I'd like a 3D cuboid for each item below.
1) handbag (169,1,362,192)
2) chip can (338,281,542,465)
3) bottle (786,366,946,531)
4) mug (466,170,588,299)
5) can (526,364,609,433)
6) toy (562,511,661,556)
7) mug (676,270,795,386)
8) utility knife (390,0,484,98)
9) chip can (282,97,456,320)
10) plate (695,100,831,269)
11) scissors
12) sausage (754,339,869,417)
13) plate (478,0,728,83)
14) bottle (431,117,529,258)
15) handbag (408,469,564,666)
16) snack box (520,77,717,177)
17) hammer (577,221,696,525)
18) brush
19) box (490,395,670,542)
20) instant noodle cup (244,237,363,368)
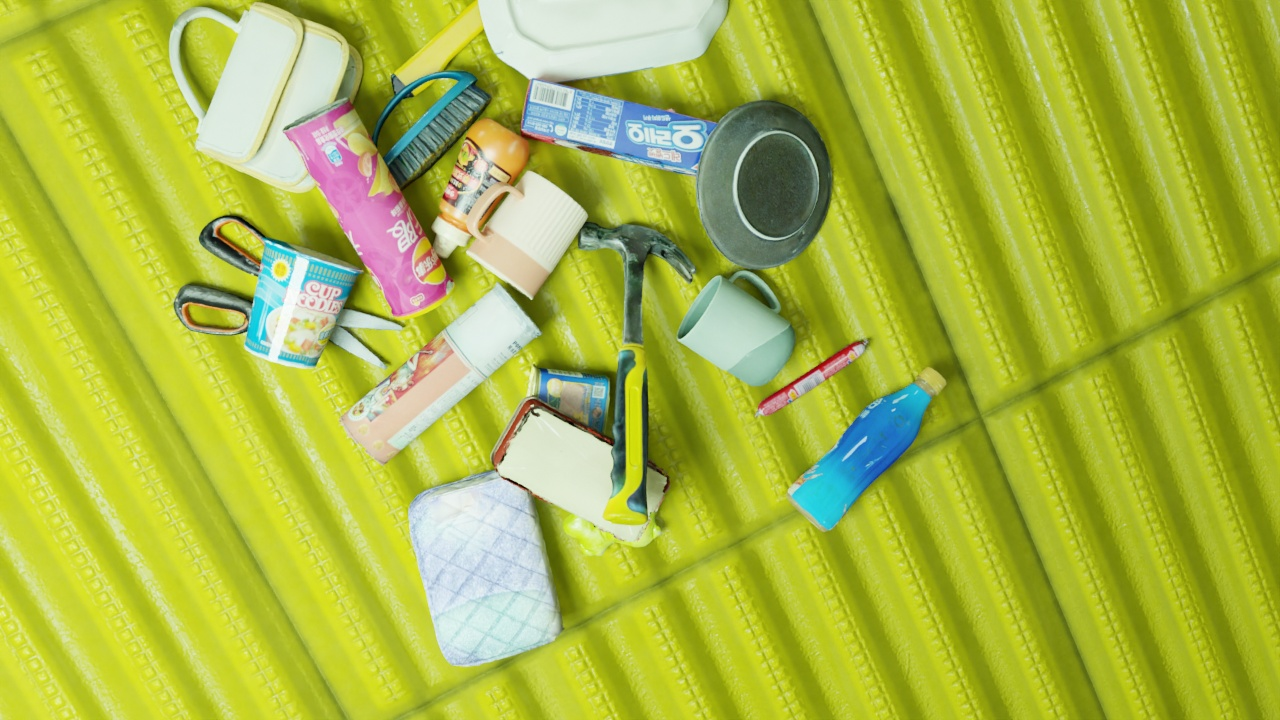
[{"bbox_3d":[-0.384,-0.269,0.903,0.178,0.063,0.163,22,91,-7],"label":"handbag"},{"bbox_3d":[-0.206,0.014,0.951,0.214,0.071,0.071,-41,100,-2],"label":"chip can"},{"bbox_3d":[0.259,0.095,1.031,0.065,0.065,0.218,45,89,-10],"label":"bottle"},{"bbox_3d":[-0.123,-0.135,0.932,0.106,0.082,0.114,-55,139,-2],"label":"mug"},{"bbox_3d":[-0.081,0.060,0.983,0.083,0.057,0.102,7,96,-12],"label":"can"},{"bbox_3d":[-0.030,0.175,1.015,0.100,0.031,0.096,-40,98,-2],"label":"toy"},{"bbox_3d":[0.111,-0.040,0.992,0.106,0.082,0.111,32,67,-10],"label":"mug"},{"bbox_3d":[-0.193,-0.327,0.944,0.167,0.015,0.033,-43,106,-3],"label":"utility knife"},{"bbox_3d":[-0.261,-0.144,0.895,0.071,0.071,0.211,-28,117,-5],"label":"chip can"},{"bbox_3d":[0.139,-0.185,0.973,0.179,0.024,0.179,-6,103,-30],"label":"plate"},{"bbox_3d":[-0.362,-0.068,0.944,0.227,0.022,0.198,-8,97,-7],"label":"scissors"},{"bbox_3d":[0.194,0.021,1.037,0.156,0.020,0.020,-32,100,-4],"label":"sausage"},{"bbox_3d":[-0.033,-0.380,0.944,0.265,0.034,0.162,-12,99,-11],"label":"plate"},{"bbox_3d":[-0.173,-0.172,0.944,0.066,0.066,0.149,29,98,-10],"label":"bottle"},{"bbox_3d":[-0.165,0.217,0.979,0.134,0.075,0.194,-13,99,-11],"label":"handbag"},{"bbox_3d":[-0.019,-0.240,0.957,0.207,0.058,0.057,11,95,-9],"label":"snack box"},{"bbox_3d":[-0.006,0.005,0.926,0.126,0.032,0.322,5,65,-9],"label":"hammer"},{"bbox_3d":[-0.221,-0.240,0.928,0.144,0.055,0.073,-45,104,-2],"label":"brush"},{"bbox_3d":[-0.060,0.114,0.925,0.168,0.077,0.091,30,89,-14],"label":"box"},{"bbox_3d":[-0.337,-0.053,0.901,0.099,0.099,0.110,18,94,-10],"label":"instant noodle cup"}]
